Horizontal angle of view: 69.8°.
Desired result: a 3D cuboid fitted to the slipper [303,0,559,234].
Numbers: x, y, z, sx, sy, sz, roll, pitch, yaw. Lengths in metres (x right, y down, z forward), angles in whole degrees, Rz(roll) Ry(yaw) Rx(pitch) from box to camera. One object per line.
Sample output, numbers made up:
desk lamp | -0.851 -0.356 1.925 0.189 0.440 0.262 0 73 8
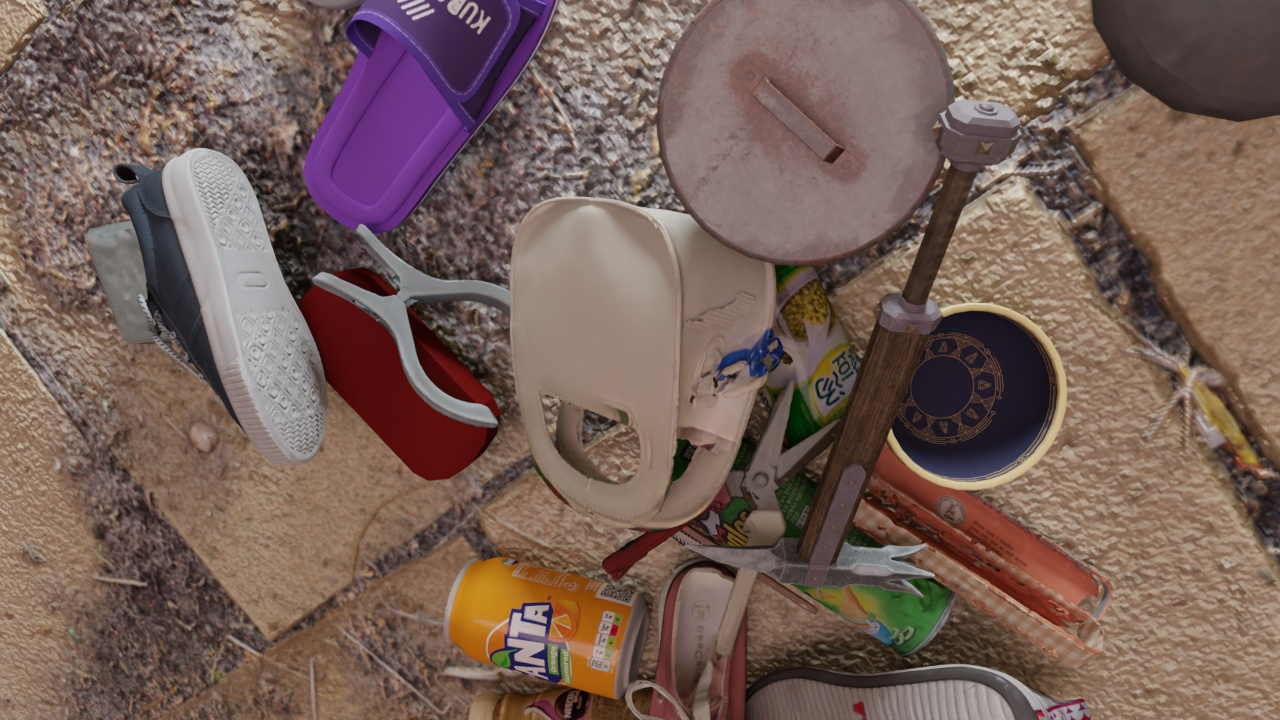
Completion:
slipper | -0.143 -0.192 0.592 0.107 0.083 0.267 35 113 -7

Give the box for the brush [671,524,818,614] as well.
brush | 0.062 0.141 0.640 0.136 0.050 0.015 30 83 23

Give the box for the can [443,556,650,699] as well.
can | -0.069 0.199 0.694 0.142 0.079 0.079 11 108 12

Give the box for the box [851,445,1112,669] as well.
box | 0.222 0.124 0.602 0.187 0.083 0.043 33 130 2

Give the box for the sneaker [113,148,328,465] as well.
sneaker | -0.297 -0.031 0.643 0.087 0.089 0.235 -16 95 15

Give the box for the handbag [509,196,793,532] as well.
handbag | -0.003 0.003 0.573 0.201 0.092 0.199 19 105 51

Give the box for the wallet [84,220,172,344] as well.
wallet | -0.349 -0.067 0.712 0.132 0.054 0.100 -4 112 14

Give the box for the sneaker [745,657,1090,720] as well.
sneaker | 0.175 0.260 0.642 0.264 0.128 0.096 -29 58 41

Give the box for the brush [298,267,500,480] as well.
brush | -0.179 0.008 0.690 0.082 0.041 0.173 -43 91 22

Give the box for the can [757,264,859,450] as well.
can | 0.100 -0.006 0.595 0.067 0.067 0.121 -23 98 20

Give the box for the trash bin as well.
trash bin | 0.092 -0.129 0.486 0.131 0.210 0.131 4 106 14

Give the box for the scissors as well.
scissors | 0.056 0.108 0.589 0.194 0.015 0.179 -12 103 19

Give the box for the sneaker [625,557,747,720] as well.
sneaker | 0.039 0.261 0.635 0.118 0.088 0.241 7 84 -9

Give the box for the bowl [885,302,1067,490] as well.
bowl | 0.197 0.019 0.574 0.112 0.061 0.112 0 96 -1

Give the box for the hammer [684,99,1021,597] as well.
hammer | 0.114 0.017 0.458 0.147 0.028 0.318 5 133 -2

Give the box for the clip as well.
clip | -0.159 -0.004 0.639 0.171 0.029 0.141 28 73 -6

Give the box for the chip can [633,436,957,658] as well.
chip can | 0.104 0.113 0.626 0.223 0.075 0.076 33 111 4

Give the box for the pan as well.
pan | 0.417 -0.246 0.453 0.358 0.041 0.178 -19 99 20

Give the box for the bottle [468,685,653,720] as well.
bottle | -0.055 0.284 0.724 0.166 0.059 0.060 -4 104 16

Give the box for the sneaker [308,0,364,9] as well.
sneaker | -0.172 -0.335 0.571 0.087 0.079 0.236 30 111 6
